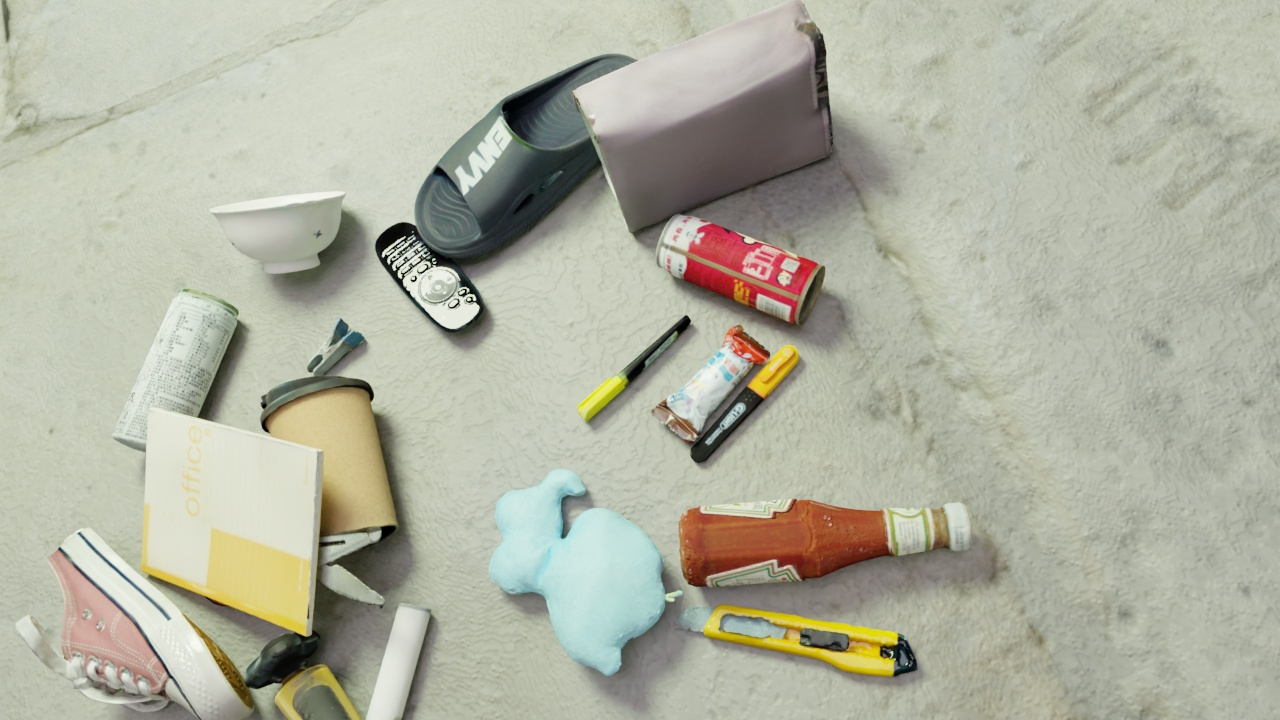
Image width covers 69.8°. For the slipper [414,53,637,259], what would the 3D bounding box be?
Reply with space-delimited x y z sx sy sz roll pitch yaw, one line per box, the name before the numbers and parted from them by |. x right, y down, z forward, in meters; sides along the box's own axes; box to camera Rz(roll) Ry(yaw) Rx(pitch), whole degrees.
slipper | -0.102 -0.206 0.834 0.268 0.083 0.110 -39 67 -9

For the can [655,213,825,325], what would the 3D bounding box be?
can | 0.082 -0.077 0.762 0.133 0.053 0.053 24 75 19

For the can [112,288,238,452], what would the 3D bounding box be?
can | -0.416 0.012 0.827 0.058 0.058 0.146 10 71 15

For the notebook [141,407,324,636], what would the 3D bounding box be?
notebook | -0.331 0.123 0.733 0.207 0.010 0.146 9 97 29

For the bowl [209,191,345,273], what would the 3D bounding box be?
bowl | -0.328 -0.117 0.849 0.118 0.118 0.065 -3 107 11

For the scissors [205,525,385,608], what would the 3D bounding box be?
scissors | -0.286 0.147 0.723 0.224 0.015 0.189 46 112 21

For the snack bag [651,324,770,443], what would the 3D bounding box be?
snack bag | 0.059 0.018 0.744 0.045 0.026 0.105 41 83 19

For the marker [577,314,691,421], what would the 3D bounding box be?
marker | -0.005 0.004 0.767 0.124 0.018 0.015 -43 72 -7

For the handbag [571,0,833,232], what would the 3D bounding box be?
handbag | 0.054 -0.207 0.770 0.197 0.145 0.098 -22 69 1

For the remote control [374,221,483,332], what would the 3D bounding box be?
remote control | -0.191 -0.074 0.833 0.053 0.024 0.136 -39 67 -12

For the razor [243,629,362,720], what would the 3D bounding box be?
razor | -0.231 0.261 0.672 0.062 0.068 0.167 -31 46 -31

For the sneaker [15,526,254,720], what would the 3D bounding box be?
sneaker | -0.400 0.223 0.715 0.241 0.118 0.087 28 59 26

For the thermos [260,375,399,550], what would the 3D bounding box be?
thermos | -0.251 0.082 0.753 0.093 0.093 0.143 -24 74 1

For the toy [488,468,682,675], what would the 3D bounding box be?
toy | -0.045 0.156 0.698 0.156 0.050 0.161 -6 60 17

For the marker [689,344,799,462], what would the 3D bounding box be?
marker | 0.084 0.035 0.738 0.018 0.015 0.123 40 83 27

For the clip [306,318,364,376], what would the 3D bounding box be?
clip | -0.278 -0.009 0.826 0.044 0.027 0.058 36 83 14

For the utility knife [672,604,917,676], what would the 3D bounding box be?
utility knife | 0.110 0.201 0.666 0.178 0.015 0.033 6 67 14

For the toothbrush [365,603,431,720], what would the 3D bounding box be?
toothbrush | -0.200 0.295 0.687 0.026 0.026 0.220 1 68 30

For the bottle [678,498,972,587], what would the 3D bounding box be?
bottle | 0.132 0.129 0.668 0.206 0.060 0.059 -7 67 9
